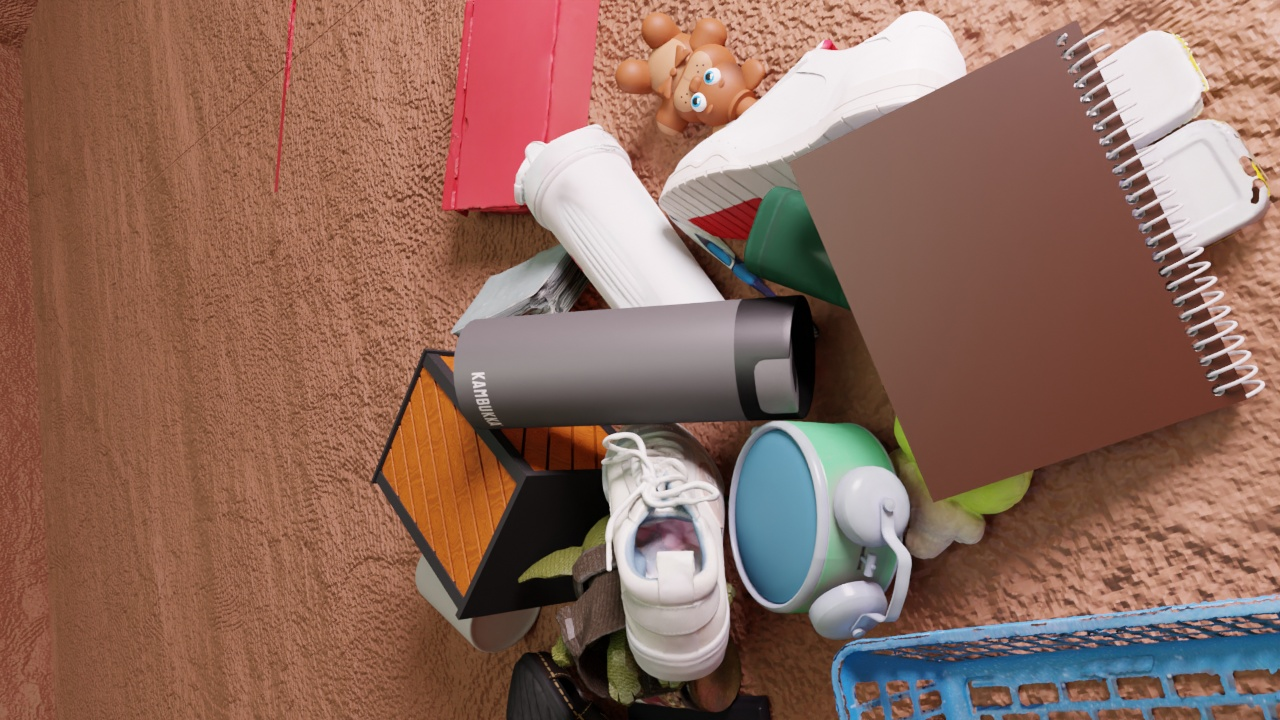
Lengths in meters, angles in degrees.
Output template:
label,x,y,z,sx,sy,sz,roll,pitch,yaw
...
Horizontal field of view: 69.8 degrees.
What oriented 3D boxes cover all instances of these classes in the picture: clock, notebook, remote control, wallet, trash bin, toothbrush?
label,x,y,z,sx,sy,sz,roll,pitch,yaw
clock,0.119,0.106,0.575,0.161,0.075,0.122,-141,57,-65
notebook,0.200,-0.049,0.495,0.172,0.022,0.209,-24,86,21
remote control,0.042,0.273,0.703,0.137,0.015,0.032,-18,74,43
wallet,-0.103,-0.055,0.829,0.132,0.054,0.100,-25,29,42
trash bin,-0.111,0.099,0.782,0.172,0.139,0.140,43,116,38
toothbrush,0.071,-0.072,0.701,0.189,0.017,0.016,48,119,36

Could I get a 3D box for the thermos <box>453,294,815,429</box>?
label,x,y,z,sx,sy,sz,roll,pitch,yaw
thermos,-0.004,0.004,0.641,0.241,0.082,0.082,-3,84,18

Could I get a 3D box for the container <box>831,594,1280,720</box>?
label,x,y,z,sx,sy,sz,roll,pitch,yaw
container,0.282,0.237,0.415,0.363,0.089,0.257,-23,71,42

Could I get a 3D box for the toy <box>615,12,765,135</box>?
label,x,y,z,sx,sy,sz,roll,pitch,yaw
toy,0.045,-0.213,0.709,0.128,0.065,0.095,42,118,33

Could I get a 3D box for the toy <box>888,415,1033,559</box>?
label,x,y,z,sx,sy,sz,roll,pitch,yaw
toy,0.186,0.066,0.558,0.092,0.046,0.115,44,124,38

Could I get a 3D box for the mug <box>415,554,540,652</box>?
label,x,y,z,sx,sy,sz,roll,pitch,yaw
mug,-0.142,0.199,0.860,0.097,0.078,0.111,26,77,43

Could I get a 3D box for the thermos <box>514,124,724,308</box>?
label,x,y,z,sx,sy,sz,roll,pitch,yaw
thermos,-0.019,-0.100,0.743,0.100,0.099,0.220,-51,58,29

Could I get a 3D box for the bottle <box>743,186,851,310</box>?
label,x,y,z,sx,sy,sz,roll,pitch,yaw
bottle,0.134,-0.062,0.568,0.131,0.061,0.061,26,102,40

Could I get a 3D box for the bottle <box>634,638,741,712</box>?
label,x,y,z,sx,sy,sz,roll,pitch,yaw
bottle,0.019,0.235,0.701,0.105,0.056,0.056,-13,77,44

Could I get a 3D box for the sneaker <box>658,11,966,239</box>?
label,x,y,z,sx,sy,sz,roll,pitch,yaw
sneaker,0.113,-0.162,0.631,0.237,0.090,0.104,-17,54,51

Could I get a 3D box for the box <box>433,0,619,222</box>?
label,x,y,z,sx,sy,sz,roll,pitch,yaw
box,-0.112,-0.245,0.874,0.153,0.164,0.214,-132,50,-88

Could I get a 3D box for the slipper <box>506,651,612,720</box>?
label,x,y,z,sx,sy,sz,roll,pitch,yaw
slipper,-0.044,0.327,0.744,0.268,0.075,0.113,29,111,59

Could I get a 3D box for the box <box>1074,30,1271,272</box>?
label,x,y,z,sx,sy,sz,roll,pitch,yaw
box,0.233,-0.085,0.538,0.210,0.036,0.129,-34,60,39

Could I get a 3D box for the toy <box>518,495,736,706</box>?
label,x,y,z,sx,sy,sz,roll,pitch,yaw
toy,-0.002,0.173,0.663,0.179,0.078,0.152,-22,32,8

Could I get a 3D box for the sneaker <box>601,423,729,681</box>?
label,x,y,z,sx,sy,sz,roll,pitch,yaw
sneaker,0.018,0.092,0.621,0.241,0.089,0.091,-96,2,-60
